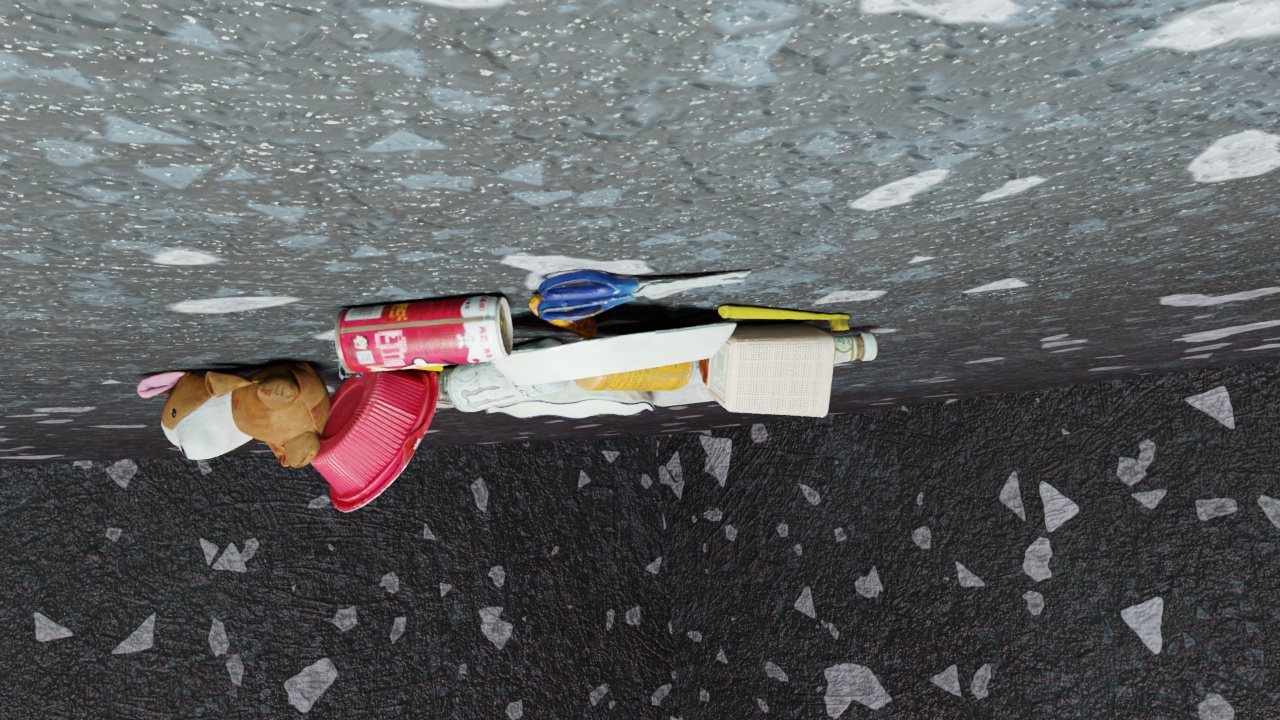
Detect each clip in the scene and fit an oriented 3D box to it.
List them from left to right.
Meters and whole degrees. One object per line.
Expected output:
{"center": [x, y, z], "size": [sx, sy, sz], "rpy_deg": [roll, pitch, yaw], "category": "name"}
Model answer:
{"center": [-0.323, 0.009, 1.011], "size": [0.045, 0.027, 0.058], "rpy_deg": [-10, 177, -29], "category": "clip"}

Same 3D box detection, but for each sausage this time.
{"center": [-0.065, -0.038, 0.806], "size": [0.021, 0.021, 0.165], "rpy_deg": [-6, 173, 12], "category": "sausage"}

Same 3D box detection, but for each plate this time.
{"center": [-0.086, 0.043, 1.137], "size": [0.205, 0.045, 0.205], "rpy_deg": [-2, 172, 0], "category": "plate"}
{"center": [-0.020, -0.006, 0.884], "size": [0.162, 0.034, 0.265], "rpy_deg": [-7, -179, 41], "category": "plate"}

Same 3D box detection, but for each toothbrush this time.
{"center": [0.150, -0.042, 0.926], "size": [0.189, 0.016, 0.016], "rpy_deg": [2, 170, -40], "category": "toothbrush"}

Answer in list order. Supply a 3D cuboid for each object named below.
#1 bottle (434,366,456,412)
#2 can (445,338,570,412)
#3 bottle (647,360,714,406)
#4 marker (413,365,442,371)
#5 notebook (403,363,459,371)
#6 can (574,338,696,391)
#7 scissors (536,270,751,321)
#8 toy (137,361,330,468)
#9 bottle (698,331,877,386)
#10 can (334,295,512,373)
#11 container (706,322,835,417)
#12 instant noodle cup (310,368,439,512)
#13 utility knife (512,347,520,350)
{"center": [-0.253, 0.043, 1.171], "size": [0.079, 0.044, 0.195], "rpy_deg": [3, 170, -27], "category": "bottle"}
{"center": [-0.147, 0.018, 1.019], "size": [0.147, 0.058, 0.058], "rpy_deg": [-14, 169, 35], "category": "can"}
{"center": [0.095, 0.016, 1.153], "size": [0.190, 0.068, 0.068], "rpy_deg": [-8, 172, 26], "category": "bottle"}
{"center": [-0.269, 0.000, 1.016], "size": [0.018, 0.015, 0.123], "rpy_deg": [-12, 168, 36], "category": "marker"}
{"center": [-0.222, 0.014, 1.171], "size": [0.212, 0.012, 0.149], "rpy_deg": [-11, 169, 43], "category": "notebook"}
{"center": [-0.006, 0.006, 1.051], "size": [0.145, 0.058, 0.058], "rpy_deg": [2, 171, -41], "category": "can"}
{"center": [0.000, -0.052, 0.726], "size": [0.173, 0.012, 0.125], "rpy_deg": [4, 155, -36], "category": "scissors"}
{"center": [-0.446, 0.064, 1.008], "size": [0.200, 0.140, 0.130], "rpy_deg": [1, -147, 16], "category": "toy"}
{"center": [0.172, -0.007, 1.065], "size": [0.206, 0.059, 0.060], "rpy_deg": [-6, 173, -7], "category": "bottle"}
{"center": [-0.173, -0.021, 0.742], "size": [0.133, 0.053, 0.053], "rpy_deg": [-5, 173, 4], "category": "can"}
{"center": [0.136, 0.009, 0.982], "size": [0.111, 0.090, 0.090], "rpy_deg": [0, -166, -13], "category": "container"}
{"center": [-0.316, 0.073, 1.051], "size": [0.194, 0.193, 0.066], "rpy_deg": [-12, 139, 45], "category": "instant noodle cup"}
{"center": [-0.117, -0.003, 0.943], "size": [0.151, 0.013, 0.029], "rpy_deg": [12, -162, -6], "category": "utility knife"}
